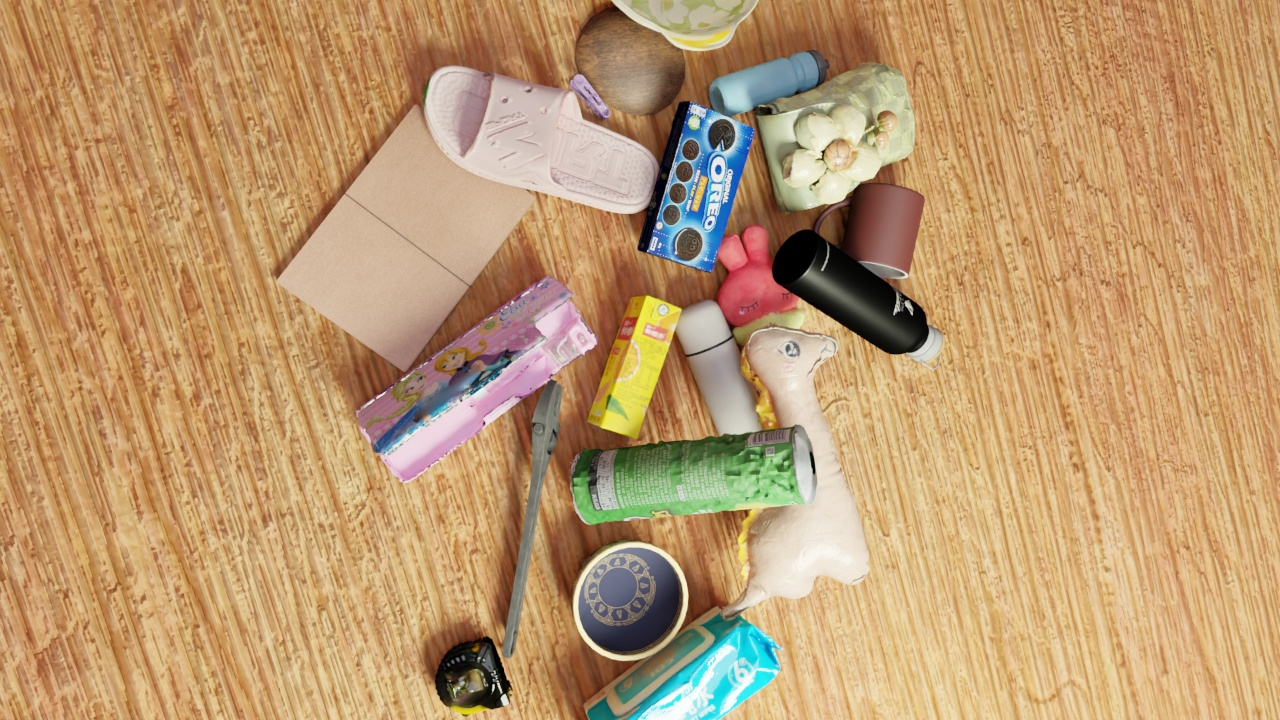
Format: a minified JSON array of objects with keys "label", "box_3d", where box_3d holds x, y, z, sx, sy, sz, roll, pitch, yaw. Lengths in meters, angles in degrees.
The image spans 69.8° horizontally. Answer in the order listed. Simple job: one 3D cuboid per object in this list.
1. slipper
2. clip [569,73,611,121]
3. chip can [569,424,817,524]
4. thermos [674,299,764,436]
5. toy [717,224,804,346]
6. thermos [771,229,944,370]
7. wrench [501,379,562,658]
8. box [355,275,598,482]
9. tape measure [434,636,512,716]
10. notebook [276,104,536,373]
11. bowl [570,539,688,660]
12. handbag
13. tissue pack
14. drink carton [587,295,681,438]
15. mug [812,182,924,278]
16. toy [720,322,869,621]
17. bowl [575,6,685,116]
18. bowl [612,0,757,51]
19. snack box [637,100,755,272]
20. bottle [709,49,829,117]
[{"label":"slipper","box_3d":[-0.087,-0.206,0.860,0.239,0.064,0.094,19,78,-17]},{"label":"clip","box_3d":[-0.048,-0.256,0.894,0.013,0.036,0.053,-44,115,-9]},{"label":"chip can","box_3d":[0.049,0.106,0.845,0.224,0.075,0.075,-9,94,22]},{"label":"thermos","box_3d":[0.095,0.047,0.926,0.052,0.052,0.224,-25,98,-13]},{"label":"toy","box_3d":[0.121,-0.070,0.934,0.091,0.045,0.135,-16,93,-18]},{"label":"thermos","box_3d":[0.237,-0.054,0.943,0.231,0.061,0.061,28,84,-29]},{"label":"wrench","box_3d":[-0.105,0.152,0.874,0.018,0.073,0.273,11,95,7]},{"label":"box","box_3d":[-0.146,0.017,0.837,0.230,0.097,0.085,-37,100,-11]},{"label":"tape measure","box_3d":[-0.161,0.299,0.865,0.062,0.038,0.067,-17,97,1]},{"label":"notebook","box_3d":[-0.216,-0.114,0.861,0.141,0.008,0.209,37,82,-13]},{"label":"bowl","box_3d":[-0.016,0.227,0.895,0.112,0.061,0.112,0,91,-15]},{"label":"handbag","box_3d":[0.206,-0.227,0.913,0.186,0.117,0.113,-27,116,-17]},{"label":"tissue pack","box_3d":[0.031,0.320,0.883,0.209,0.117,0.066,-34,94,-12]},{"label":"drink carton","box_3d":[-0.005,0.005,0.895,0.043,0.058,0.134,20,86,-17]},{"label":"mug","box_3d":[0.234,-0.137,0.956,0.106,0.073,0.082,12,88,11]},{"label":"toy","box_3d":[0.129,0.103,0.879,0.196,0.065,0.264,-20,92,-4]},{"label":"bowl","box_3d":[-0.006,-0.298,0.904,0.114,0.026,0.102,28,84,-14]},{"label":"bowl","box_3d":[0.027,-0.391,0.885,0.188,0.060,0.219,-10,86,-20]},{"label":"snack box","box_3d":[0.055,-0.168,0.901,0.082,0.027,0.150,12,98,-31]},{"label":"bottle","box_3d":[0.135,-0.285,0.936,0.130,0.040,0.040,-21,97,-14]}]
